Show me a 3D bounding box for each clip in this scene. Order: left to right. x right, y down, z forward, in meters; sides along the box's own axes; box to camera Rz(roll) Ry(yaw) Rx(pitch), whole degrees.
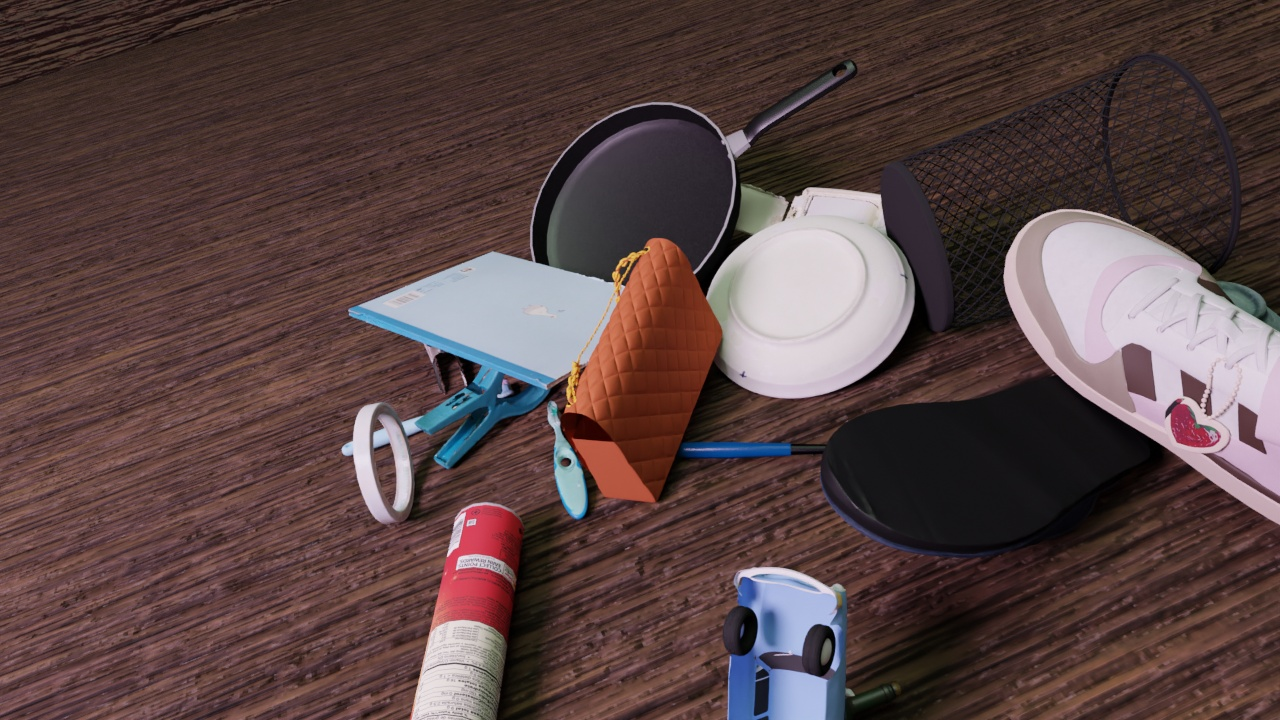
[{"bbox_3d":[-0.200,-0.013,0.864,0.052,0.059,0.102,-36,38,2],"label":"clip"},{"bbox_3d":[-0.132,0.019,0.760,0.130,0.120,0.030,-25,37,-37],"label":"clip"}]

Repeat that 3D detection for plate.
[{"bbox_3d":[0.134,-0.056,0.769,0.183,0.034,0.182,-12,56,18],"label":"plate"}]

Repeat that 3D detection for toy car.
[{"bbox_3d":[0.074,0.178,0.459,0.056,0.153,0.054,4,2,35],"label":"toy car"}]

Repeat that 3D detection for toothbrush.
[{"bbox_3d":[-0.185,0.051,0.802,0.155,0.016,0.022,-22,44,-11],"label":"toothbrush"},{"bbox_3d":[-0.060,0.076,0.728,0.022,0.017,0.135,-14,36,-6],"label":"toothbrush"},{"bbox_3d":[0.095,0.067,0.689,0.168,0.014,0.014,-2,72,20],"label":"toothbrush"}]

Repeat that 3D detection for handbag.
[{"bbox_3d":[-0.004,0.004,0.699,0.060,0.109,0.171,2,50,29],"label":"handbag"}]

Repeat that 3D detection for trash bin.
[{"bbox_3d":[0.321,-0.122,0.742,0.210,0.184,0.183,-17,36,4],"label":"trash bin"}]

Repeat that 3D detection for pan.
[{"bbox_3d":[0.048,-0.175,0.875,0.357,0.034,0.225,-29,60,18],"label":"pan"}]

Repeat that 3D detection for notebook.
[{"bbox_3d":[-0.112,-0.046,0.818,0.254,0.009,0.180,18,34,36],"label":"notebook"}]

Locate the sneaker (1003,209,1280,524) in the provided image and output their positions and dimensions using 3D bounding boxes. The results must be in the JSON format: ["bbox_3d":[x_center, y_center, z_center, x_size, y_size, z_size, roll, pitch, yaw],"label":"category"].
[{"bbox_3d":[0.342,-0.007,0.556,0.112,0.116,0.293,-40,59,2],"label":"sneaker"}]

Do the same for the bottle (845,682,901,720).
[{"bbox_3d":[0.095,0.200,0.507,0.106,0.025,0.025,-19,37,-6],"label":"bottle"}]

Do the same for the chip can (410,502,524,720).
[{"bbox_3d":[-0.109,0.183,0.574,0.052,0.052,0.214,-9,36,7],"label":"chip can"}]

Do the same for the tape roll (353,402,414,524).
[{"bbox_3d":[-0.196,0.078,0.704,0.013,0.093,0.093,-11,37,3],"label":"tape roll"}]

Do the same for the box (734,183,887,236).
[{"bbox_3d":[0.138,-0.113,0.859,0.184,0.044,0.143,10,52,21],"label":"box"}]

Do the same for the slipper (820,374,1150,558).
[{"bbox_3d":[0.216,0.081,0.585,0.265,0.084,0.109,-10,48,-34],"label":"slipper"}]

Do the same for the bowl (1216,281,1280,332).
[{"bbox_3d":[0.417,-0.020,0.666,0.137,0.057,0.136,-9,36,6],"label":"bowl"}]

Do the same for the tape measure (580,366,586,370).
[{"bbox_3d":[-0.032,-0.020,0.826,0.072,0.042,0.071,4,36,18],"label":"tape measure"}]
